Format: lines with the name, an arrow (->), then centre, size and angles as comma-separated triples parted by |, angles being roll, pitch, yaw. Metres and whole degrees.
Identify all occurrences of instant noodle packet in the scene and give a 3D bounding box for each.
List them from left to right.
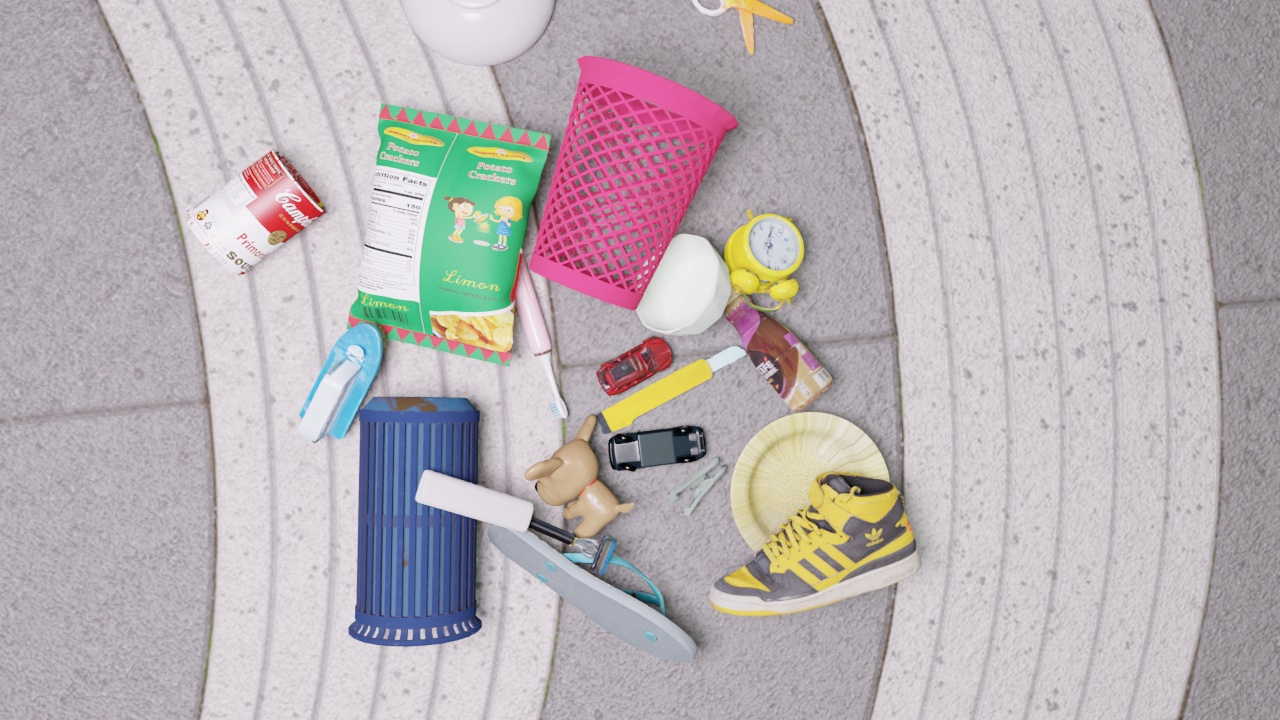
instant noodle packet -> -0.213, -0.137, 1.003 | 0.196, 0.090, 0.253 | 13, 99, 10

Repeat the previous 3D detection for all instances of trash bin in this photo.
trash bin -> -0.240, 0.164, 0.989 | 0.139, 0.139, 0.249 | 1, 88, -4

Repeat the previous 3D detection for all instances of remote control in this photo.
remote control -> -0.169, 0.147, 0.949 | 0.130, 0.012, 0.033 | 24, 73, -33

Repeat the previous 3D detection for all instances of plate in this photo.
plate -> 0.193, 0.151, 1.065 | 0.184, 0.036, 0.184 | 0, 91, -4

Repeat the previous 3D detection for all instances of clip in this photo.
clip -> 0.072, 0.150, 1.065 | 0.078, 0.023, 0.050 | -30, 94, -1

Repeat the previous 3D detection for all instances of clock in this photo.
clock -> 0.140, -0.110, 1.040 | 0.083, 0.057, 0.118 | 10, 74, -15

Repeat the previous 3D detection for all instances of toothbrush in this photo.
toothbrush -> -0.122, -0.039, 1.050 | 0.027, 0.027, 0.222 | -16, 91, 31

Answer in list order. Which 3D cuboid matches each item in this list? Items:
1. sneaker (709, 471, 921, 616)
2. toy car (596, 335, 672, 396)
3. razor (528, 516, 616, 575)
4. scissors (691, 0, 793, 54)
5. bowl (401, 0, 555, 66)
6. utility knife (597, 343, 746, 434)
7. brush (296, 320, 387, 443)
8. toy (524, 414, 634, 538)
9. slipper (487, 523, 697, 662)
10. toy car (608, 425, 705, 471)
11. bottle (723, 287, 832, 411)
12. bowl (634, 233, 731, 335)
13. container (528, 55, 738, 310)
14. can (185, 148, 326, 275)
sneaker -> 0.184, 0.195, 1.001 | 0.238, 0.086, 0.122 | -12, 97, -8
toy car -> -0.006, 0.006, 1.055 | 0.091, 0.036, 0.042 | -28, 91, -9
razor -> -0.098, 0.185, 0.997 | 0.144, 0.022, 0.042 | 23, 82, 8
scissors -> 0.115, -0.418, 1.071 | 0.128, 0.011, 0.125 | -8, 89, -2
bowl -> -0.184, -0.426, 1.025 | 0.176, 0.066, 0.176 | 0, 90, -4
utility knife -> 0.037, 0.032, 1.064 | 0.191, 0.018, 0.030 | -27, 96, 0
brush -> -0.323, 0.020, 0.999 | 0.055, 0.075, 0.136 | 30, 104, -3
toy -> -0.069, 0.140, 1.024 | 0.106, 0.133, 0.108 | -33, 95, 38
slipper -> -0.051, 0.251, 1.036 | 0.269, 0.098, 0.054 | 31, 52, 6
toy car -> 0.019, 0.100, 1.055 | 0.112, 0.034, 0.046 | -7, 91, -5
bottle -> 0.147, -0.020, 1.052 | 0.059, 0.059, 0.166 | -40, 84, -3
bowl -> 0.055, -0.078, 1.032 | 0.061, 0.117, 0.117 | 23, 88, -46
container -> -0.023, -0.182, 0.992 | 0.183, 0.183, 0.226 | 21, 96, -4
can -> -0.418, -0.161, 1.001 | 0.116, 0.086, 0.086 | -38, 92, -3
